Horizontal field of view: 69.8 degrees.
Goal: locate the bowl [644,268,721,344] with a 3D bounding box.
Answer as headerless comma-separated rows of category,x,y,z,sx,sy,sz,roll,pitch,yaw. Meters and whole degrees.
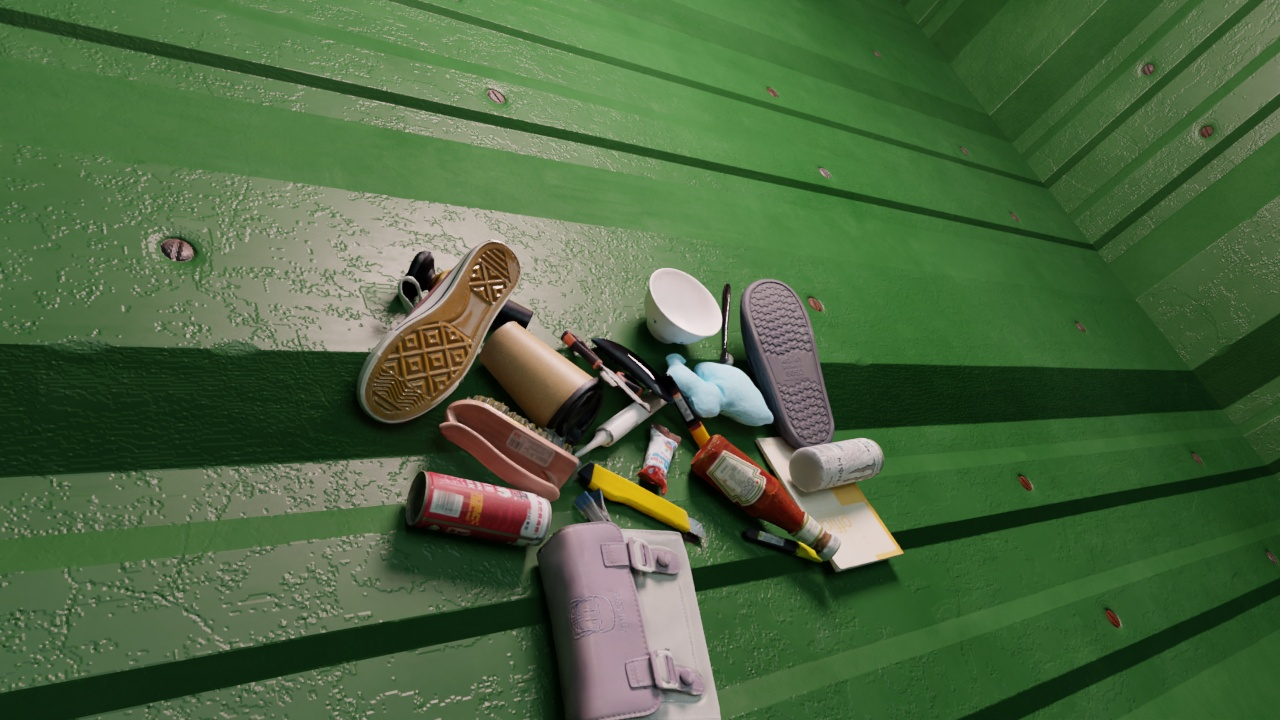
bowl,0.046,-0.062,1.259,0.118,0.065,0.118,24,41,-23

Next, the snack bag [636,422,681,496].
snack bag,0.022,0.117,1.099,0.045,0.026,0.105,31,37,-9

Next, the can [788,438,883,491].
can,0.265,0.139,1.235,0.146,0.058,0.058,-3,56,-44

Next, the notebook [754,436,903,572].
notebook,0.253,0.184,1.234,0.145,0.010,0.206,0,49,-41

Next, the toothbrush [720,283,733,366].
toothbrush,0.129,-0.056,1.367,0.018,0.016,0.180,31,39,-23

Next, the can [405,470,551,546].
can,-0.156,0.146,0.894,0.132,0.053,0.053,17,44,-28

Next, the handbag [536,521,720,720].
handbag,-0.013,0.261,0.880,0.144,0.099,0.196,10,48,-27

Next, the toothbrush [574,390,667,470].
toothbrush,-0.028,0.079,1.091,0.026,0.027,0.220,37,36,15

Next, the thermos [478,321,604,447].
thermos,-0.111,0.025,1.030,0.143,0.093,0.092,40,37,12

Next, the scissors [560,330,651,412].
scissors,-0.036,0.015,1.073,0.189,0.015,0.224,38,2,22

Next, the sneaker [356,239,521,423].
sneaker,-0.219,-0.029,0.980,0.118,0.088,0.240,43,61,-21

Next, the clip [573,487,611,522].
clip,-0.045,0.168,0.995,0.044,0.027,0.058,-6,58,-53

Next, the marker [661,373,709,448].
marker,0.061,0.070,1.160,0.124,0.018,0.015,59,9,-6

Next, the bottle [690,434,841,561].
bottle,0.157,0.172,1.129,0.206,0.060,0.059,38,38,-1

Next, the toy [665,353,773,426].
toy,0.106,0.040,1.226,0.161,0.050,0.155,42,34,7

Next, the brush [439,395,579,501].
brush,-0.140,0.090,0.955,0.145,0.063,0.072,33,28,-10

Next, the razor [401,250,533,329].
razor,-0.200,-0.074,1.077,0.167,0.062,0.067,23,10,-31

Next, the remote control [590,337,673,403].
remote control,-0.007,0.007,1.144,0.136,0.024,0.053,38,4,25

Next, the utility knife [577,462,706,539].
utility knife,0.003,0.163,1.048,0.177,0.015,0.033,30,45,-17

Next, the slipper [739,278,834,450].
slipper,0.194,0.012,1.315,0.110,0.084,0.267,-3,68,-29

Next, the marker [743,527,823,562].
marker,0.178,0.229,1.137,0.124,0.015,0.018,21,41,-23
